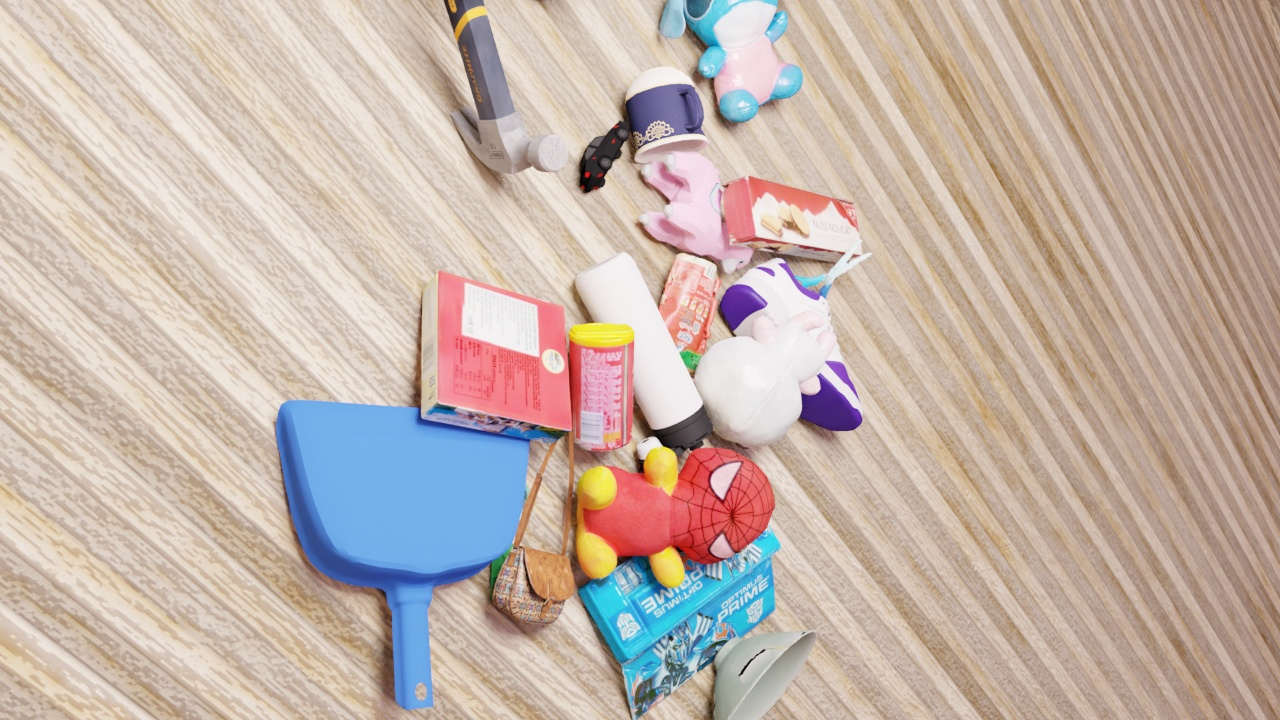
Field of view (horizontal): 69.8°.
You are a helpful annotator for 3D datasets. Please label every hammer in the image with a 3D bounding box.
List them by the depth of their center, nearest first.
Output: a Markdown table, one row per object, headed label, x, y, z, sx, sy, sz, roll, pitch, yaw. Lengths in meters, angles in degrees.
| label | x | y | z | sx | sy | sz | roll | pitch | yaw |
| --- | --- | --- | --- | --- | --- | --- | --- | --- | --- |
| hammer | -0.157 | -0.326 | 0.843 | 0.035 | 0.139 | 0.313 | -34 | 122 | -34 |

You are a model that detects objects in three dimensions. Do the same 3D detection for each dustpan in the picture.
| label | x | y | z | sx | sy | sz | roll | pitch | yaw |
| --- | --- | --- | --- | --- | --- | --- | --- | --- | --- |
| dustpan | -0.198 | 0.173 | 0.818 | 0.245 | 0.060 | 0.257 | 7 | 63 | -34 |

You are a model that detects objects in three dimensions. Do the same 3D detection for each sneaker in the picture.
| label | x | y | z | sx | sy | sz | roll | pitch | yaw |
| --- | --- | --- | --- | --- | --- | --- | --- | --- | --- |
| sneaker | 0.203 | -0.025 | 1.142 | 0.244 | 0.092 | 0.110 | 51 | 53 | -17 |

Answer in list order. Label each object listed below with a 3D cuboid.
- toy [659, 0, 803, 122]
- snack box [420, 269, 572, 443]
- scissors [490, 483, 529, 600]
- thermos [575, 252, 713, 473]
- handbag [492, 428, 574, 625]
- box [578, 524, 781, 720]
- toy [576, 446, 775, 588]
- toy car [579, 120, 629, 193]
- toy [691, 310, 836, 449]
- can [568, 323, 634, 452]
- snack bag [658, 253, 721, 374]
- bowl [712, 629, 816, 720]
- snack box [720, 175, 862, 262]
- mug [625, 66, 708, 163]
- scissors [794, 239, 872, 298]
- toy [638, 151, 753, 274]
| label | x | y | z | sx | sy | sz | roll | pitch | yaw |
| --- | --- | --- | --- | --- | --- | --- | --- | --- | --- |
| toy | 0.132 | -0.402 | 1.124 | 0.223 | 0.099 | 0.191 | -29 | 107 | -21 |
| snack box | -0.138 | -0.002 | 0.887 | 0.144 | 0.040 | 0.142 | 15 | 55 | -34 |
| scissors | -0.132 | 0.174 | 0.916 | 0.108 | 0.012 | 0.131 | -36 | 104 | -34 |
| thermos | -0.006 | 0.006 | 0.996 | 0.101 | 0.068 | 0.230 | -29 | 101 | -9 |
| handbag | -0.086 | 0.161 | 0.907 | 0.093 | 0.043 | 0.195 | 33 | 66 | -57 |
| box | 0.064 | 0.265 | 1.018 | 0.242 | 0.060 | 0.175 | -26 | 100 | -35 |
| toy | 0.037 | 0.154 | 0.956 | 0.216 | 0.099 | 0.148 | -3 | 111 | -19 |
| toy car | -0.042 | -0.228 | 1.013 | 0.036 | 0.042 | 0.091 | 28 | 66 | -3 |
| toy | 0.145 | 0.017 | 1.051 | 0.179 | 0.101 | 0.139 | -43 | 106 | 5 |
| can | -0.040 | 0.026 | 0.941 | 0.066 | 0.067 | 0.124 | -12 | 112 | -37 |
| snack bag | 0.051 | -0.041 | 1.061 | 0.087 | 0.044 | 0.155 | 22 | 76 | -36 |
| bowl | 0.119 | 0.352 | 1.037 | 0.173 | 0.068 | 0.174 | -35 | 149 | -26 |
| snack box | 0.196 | -0.171 | 1.135 | 0.272 | 0.044 | 0.076 | 0 | 81 | -51 |
| mug | 0.033 | -0.282 | 1.030 | 0.085 | 0.112 | 0.089 | -11 | 88 | -31 |
| scissors | 0.248 | -0.099 | 1.178 | 0.135 | 0.016 | 0.083 | -32 | 108 | 8 |
| toy | 0.073 | -0.172 | 1.074 | 0.157 | 0.067 | 0.123 | 14 | 75 | -39 |
